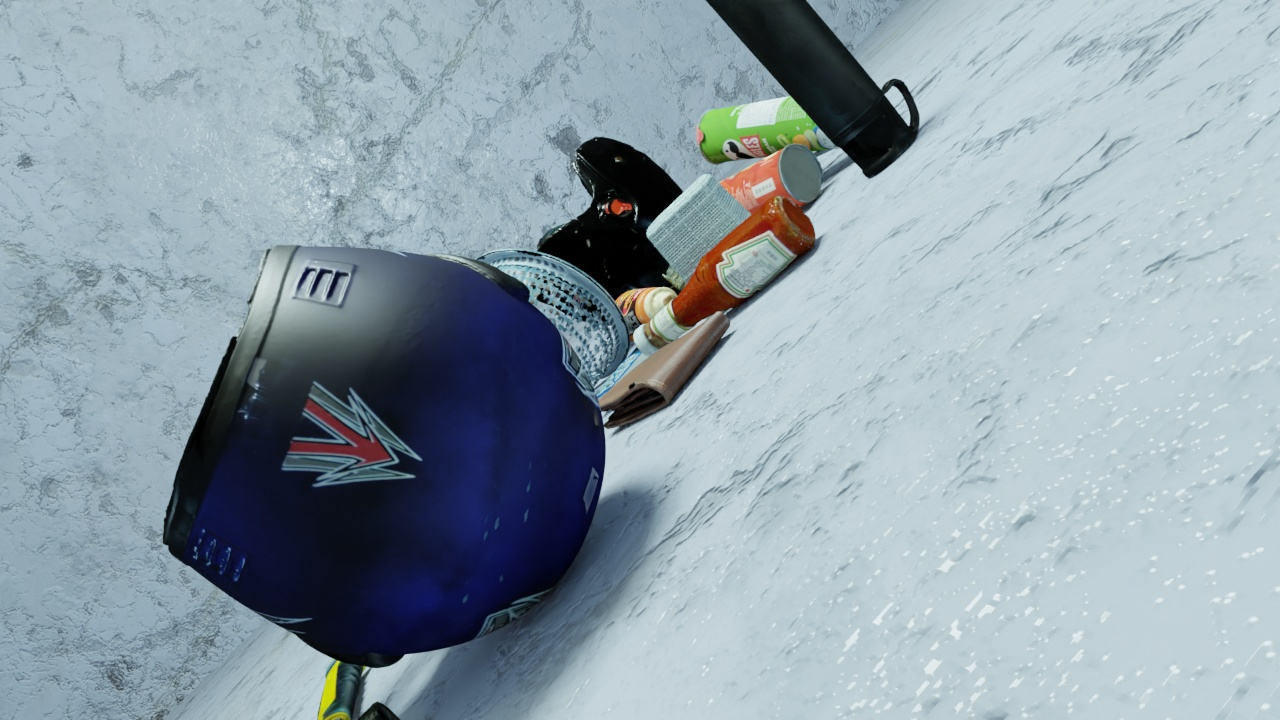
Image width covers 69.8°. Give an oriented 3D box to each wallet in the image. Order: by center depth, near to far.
[{"bbox_3d":[0.018,0.010,0.810,0.101,0.032,0.125,-45,8,-31],"label":"wallet"}]

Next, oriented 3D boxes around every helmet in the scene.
[{"bbox_3d":[-0.152,0.057,0.595,0.316,0.240,0.247,0,70,68],"label":"helmet"},{"bbox_3d":[-0.037,-0.160,1.293,0.273,0.230,0.234,-48,-6,-35],"label":"helmet"}]

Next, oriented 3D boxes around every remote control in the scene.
[{"bbox_3d":[-0.006,0.006,0.982,0.049,0.024,0.124,-35,12,50],"label":"remote control"}]

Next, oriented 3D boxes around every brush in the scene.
[{"bbox_3d":[0.070,-0.107,1.057,0.073,0.063,0.145,-53,7,8],"label":"brush"}]

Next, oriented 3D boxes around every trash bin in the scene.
[{"bbox_3d":[-0.149,0.015,1.086,0.227,0.226,0.194,-36,23,48],"label":"trash bin"}]

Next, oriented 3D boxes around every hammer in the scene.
[{"bbox_3d":[-0.228,0.267,0.672,0.126,0.032,0.324,-45,7,-14],"label":"hammer"}]

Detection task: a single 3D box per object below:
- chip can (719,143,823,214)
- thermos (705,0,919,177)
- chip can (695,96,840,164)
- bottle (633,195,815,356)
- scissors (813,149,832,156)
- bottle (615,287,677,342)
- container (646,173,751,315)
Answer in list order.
[{"bbox_3d":[0.120,-0.191,1.105,0.073,0.073,0.217,-48,17,-31],"label":"chip can"},{"bbox_3d":[0.164,-0.289,0.864,0.089,0.242,0.068,-47,8,-16],"label":"thermos"},{"bbox_3d":[0.172,-0.281,1.099,0.236,0.072,0.072,6,46,49],"label":"chip can"},{"bbox_3d":[0.072,-0.071,0.860,0.207,0.060,0.059,-39,8,32],"label":"bottle"},{"bbox_3d":[0.174,-0.240,1.215,0.229,0.021,0.221,-17,-10,-5],"label":"scissors"},{"bbox_3d":[0.011,-0.060,1.104,0.066,0.067,0.150,-46,9,-16],"label":"bottle"},{"bbox_3d":[0.073,-0.120,0.923,0.090,0.111,0.089,-41,8,20],"label":"container"}]
